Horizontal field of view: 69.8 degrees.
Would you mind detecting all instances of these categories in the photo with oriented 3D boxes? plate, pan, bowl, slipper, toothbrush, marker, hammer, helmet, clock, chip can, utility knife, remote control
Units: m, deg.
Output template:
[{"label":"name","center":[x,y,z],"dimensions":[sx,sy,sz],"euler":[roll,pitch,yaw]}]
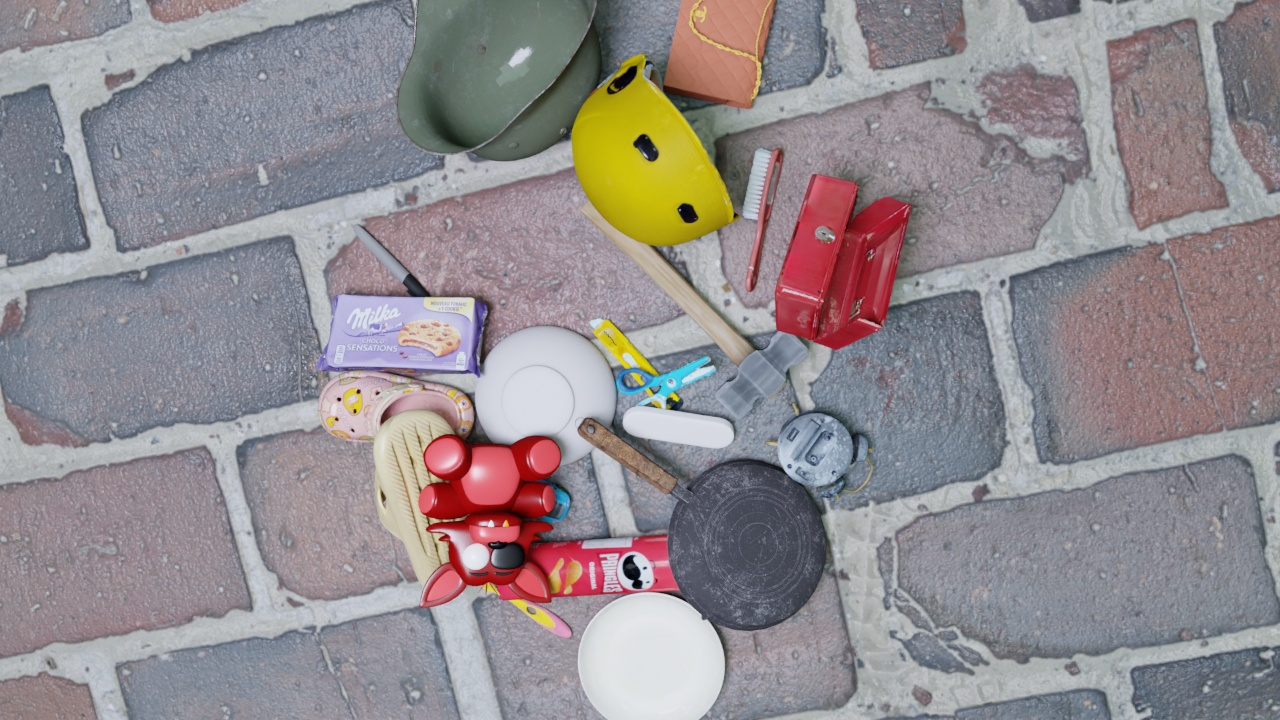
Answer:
[{"label":"plate","center":[0.014,0.374,1.150],"dimensions":[0.182,0.034,0.182],"euler":[0,95,5]},{"label":"pan","center":[0.071,0.172,1.078],"dimensions":[0.357,0.040,0.207],"euler":[36,73,-7]},{"label":"bowl","center":[-0.120,0.047,1.115],"dimensions":[0.176,0.066,0.176],"euler":[0,95,5]},{"label":"slipper","center":[-0.306,0.062,1.126],"dimensions":[0.197,0.081,0.093],"euler":[4,94,2]},{"label":"toothbrush","center":[-0.146,0.314,1.169],"dimensions":[0.135,0.016,0.021],"euler":[32,95,-1]},{"label":"marker","center":[-0.310,-0.117,1.144],"dimensions":[0.138,0.016,0.022],"euler":[45,120,1]},{"label":"hammer","center":[0.052,-0.079,1.103],"dimensions":[0.117,0.051,0.323],"euler":[-45,88,7]},{"label":"helmet","center":[0.002,-0.208,1.000],"dimensions":[0.140,0.239,0.209],"euler":[-31,113,10]},{"label":"slipper","center":[-0.266,0.170,1.116],"dimensions":[0.079,0.111,0.262],"euler":[12,122,40]},{"label":"clock","center":[0.219,0.111,1.101],"dimensions":[0.129,0.052,0.090],"euler":[35,97,2]},{"label":"chip can","center":[-0.059,0.254,1.126],"dimensions":[0.233,0.073,0.073],"euler":[-5,94,5]},{"label":"utility knife","center":[-0.007,0.007,1.130],"dimensions":[0.030,0.017,0.155],"euler":[-42,88,3]},{"label":"remote control","center":[0.046,0.082,1.118],"dimensions":[0.136,0.013,0.043],"euler":[9,129,-1]},{"label":"helmet","center":[-0.145,-0.322,1.035],"dimensions":[0.268,0.154,0.227],"euler":[-43,65,2]}]

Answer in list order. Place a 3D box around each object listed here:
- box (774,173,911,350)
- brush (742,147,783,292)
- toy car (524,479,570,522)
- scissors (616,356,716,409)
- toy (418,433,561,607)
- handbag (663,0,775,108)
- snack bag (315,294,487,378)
[{"label":"box","center":[0.208,-0.108,1.026],"dimensions":[0.122,0.137,0.157],"euler":[18,74,-4]},{"label":"brush","center":[0.137,-0.168,1.093],"dimensions":[0.030,0.041,0.172],"euler":[14,99,21]},{"label":"toy car","center":[-0.139,0.166,1.146],"dimensions":[0.105,0.032,0.048],"euler":[28,97,3]},{"label":"scissors","center":[0.030,0.021,1.100],"dimensions":[0.141,0.015,0.083],"euler":[-34,95,35]},{"label":"toy","center":[-0.174,0.184,1.059],"dimensions":[0.158,0.121,0.197],"euler":[2,86,-19]},{"label":"handbag","center":[0.098,-0.391,1.065],"dimensions":[0.109,0.060,0.172],"euler":[12,96,0]},{"label":"snack bag","center":[-0.288,-0.028,1.121],"dimensions":[0.205,0.058,0.096],"euler":[3,77,8]}]
